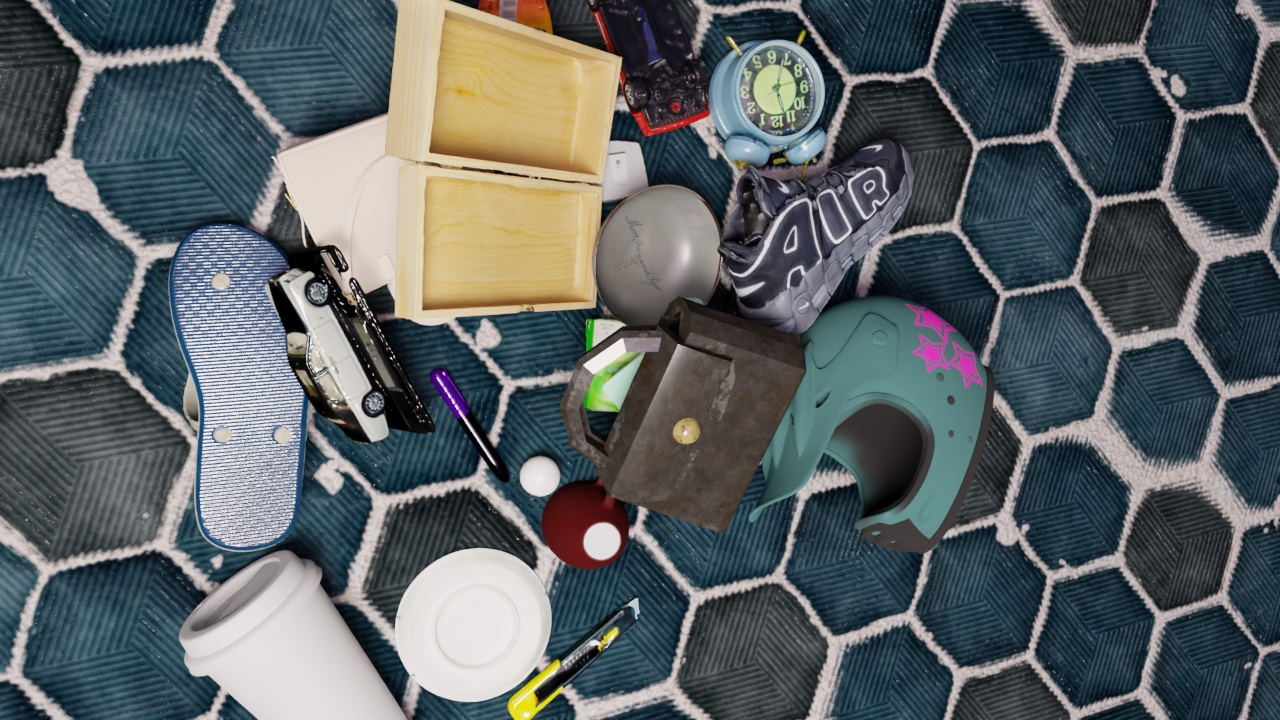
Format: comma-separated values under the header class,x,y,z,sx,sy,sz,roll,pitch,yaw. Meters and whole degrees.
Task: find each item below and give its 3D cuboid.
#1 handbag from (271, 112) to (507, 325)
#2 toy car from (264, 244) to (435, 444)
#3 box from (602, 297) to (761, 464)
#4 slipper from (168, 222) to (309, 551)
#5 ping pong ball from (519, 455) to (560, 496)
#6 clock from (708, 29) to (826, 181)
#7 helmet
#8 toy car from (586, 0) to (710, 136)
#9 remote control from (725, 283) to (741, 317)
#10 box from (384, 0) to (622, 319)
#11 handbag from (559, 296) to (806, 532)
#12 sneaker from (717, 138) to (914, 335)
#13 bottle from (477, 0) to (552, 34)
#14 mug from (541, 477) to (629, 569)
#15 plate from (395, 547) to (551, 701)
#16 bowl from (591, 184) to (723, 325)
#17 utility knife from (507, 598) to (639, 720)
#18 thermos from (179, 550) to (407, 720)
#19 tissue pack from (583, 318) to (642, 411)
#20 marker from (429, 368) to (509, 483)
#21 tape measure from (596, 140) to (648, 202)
class,x,y,z,sx,sy,sz,roll,pitch,yaw
handbag,-0.212,-0.128,0.855,0.194,0.101,0.198,-23,110,-13
toy car,-0.268,-0.002,0.811,0.071,0.094,0.192,-39,118,-37
box,0.060,0.047,0.930,0.138,0.052,0.187,-49,119,-19
slipper,-0.356,0.023,0.832,0.118,0.060,0.294,-3,84,-18
ping pong ball,-0.100,0.115,0.916,0.040,0.040,0.040,-1,93,-15
clock,0.136,-0.258,0.954,0.118,0.060,0.162,-13,100,-16
helmet,0.218,0.058,0.914,0.200,0.177,0.274,26,62,-3
toy car,0.004,-0.321,0.916,0.081,0.056,0.189,-21,92,-15
remote control,0.118,-0.093,0.975,0.045,0.021,0.140,13,91,-34
box,-0.112,-0.165,0.810,0.246,0.068,0.253,-9,103,-56
handbag,0.027,0.043,0.841,0.199,0.102,0.197,17,109,-20
sneaker,0.162,-0.157,0.918,0.252,0.097,0.151,-51,127,-11
bottle,-0.118,-0.292,0.887,0.071,0.048,0.134,-7,95,-15
mug,-0.043,0.156,0.909,0.087,0.088,0.114,22,87,-15
plate,-0.165,0.266,0.919,0.156,0.014,0.157,-1,93,-16
bowl,0.007,-0.104,0.917,0.150,0.057,0.151,-10,108,-32
utility knife,-0.065,0.308,0.948,0.172,0.020,0.029,-40,104,-11
thermos,-0.298,0.293,0.835,0.131,0.131,0.222,-35,109,-11
tissue pack,-0.006,0.005,0.942,0.114,0.034,0.099,5,93,-14
marker,-0.166,0.065,0.908,0.018,0.015,0.134,-29,101,13
tape measure,-0.025,-0.192,0.932,0.060,0.020,0.062,-11,96,-15
